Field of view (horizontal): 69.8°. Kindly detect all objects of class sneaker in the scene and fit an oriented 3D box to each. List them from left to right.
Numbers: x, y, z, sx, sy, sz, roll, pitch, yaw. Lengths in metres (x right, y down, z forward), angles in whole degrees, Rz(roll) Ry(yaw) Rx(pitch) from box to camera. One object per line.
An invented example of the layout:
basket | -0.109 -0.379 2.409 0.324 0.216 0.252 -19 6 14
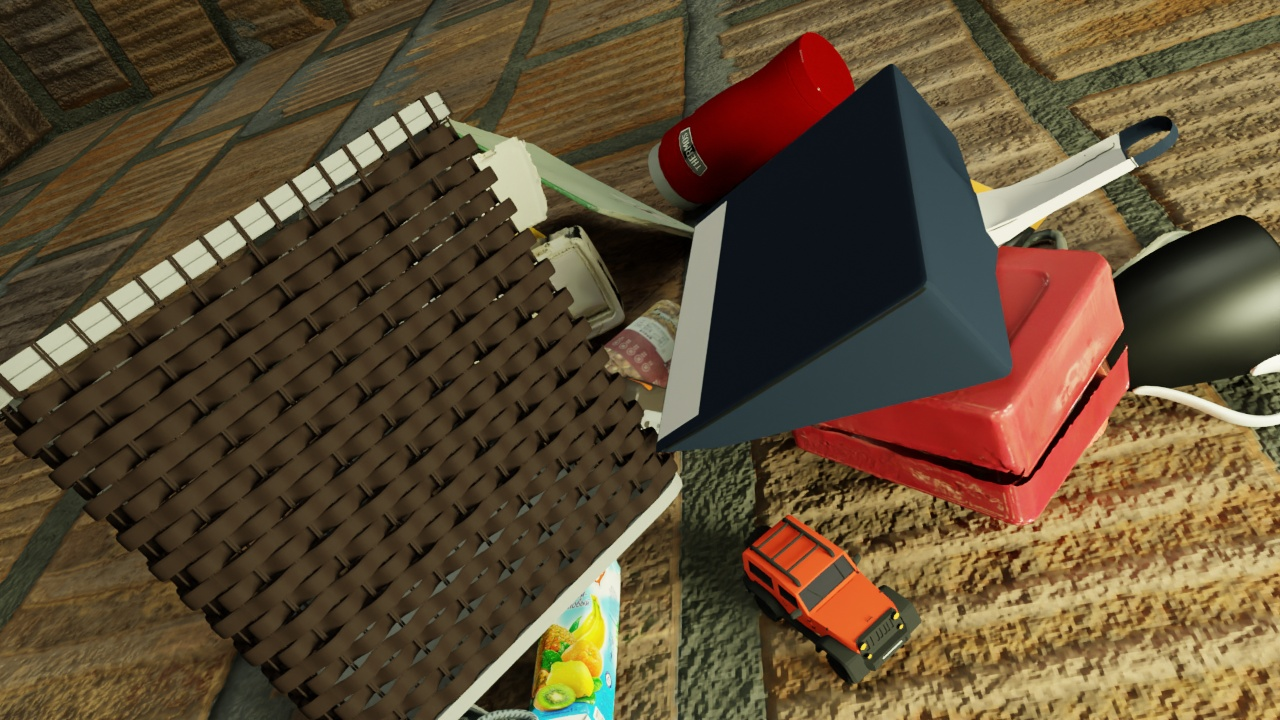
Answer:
sneaker | -0.081 0.213 0.449 0.236 0.087 0.089 8 45 39

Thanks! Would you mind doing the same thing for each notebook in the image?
notebook | -0.081 -0.179 0.879 0.253 0.010 0.181 33 17 31

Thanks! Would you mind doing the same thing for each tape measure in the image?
tape measure | 0.002 0.045 0.656 0.038 0.058 0.058 17 91 43

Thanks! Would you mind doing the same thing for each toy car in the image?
toy car | 0.098 0.125 0.496 0.051 0.049 0.100 -36 36 -17

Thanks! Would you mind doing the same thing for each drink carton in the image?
drink carton | -0.036 0.161 0.537 0.044 0.039 0.128 -15 35 13

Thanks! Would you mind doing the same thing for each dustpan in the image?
dustpan | 0.144 -0.069 0.513 0.274 0.080 0.235 -36 26 34

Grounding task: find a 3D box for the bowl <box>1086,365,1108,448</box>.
bowl | 0.210 0.038 0.547 0.131 0.045 0.130 -17 35 12

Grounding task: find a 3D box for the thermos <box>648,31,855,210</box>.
thermos | 0.108 -0.223 0.880 0.107 0.084 0.199 -15 -9 -47

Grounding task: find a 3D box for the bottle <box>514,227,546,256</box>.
bottle | -0.104 -0.100 0.850 0.043 0.143 0.043 -7 74 24

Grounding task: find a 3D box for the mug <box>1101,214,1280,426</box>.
mug | 0.321 -0.011 0.530 0.100 0.085 0.118 -26 62 17

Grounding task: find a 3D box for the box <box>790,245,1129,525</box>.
box | 0.165 0.003 0.508 0.158 0.087 0.128 16 56 45

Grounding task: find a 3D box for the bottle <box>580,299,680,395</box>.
bottle | -0.004 0.004 0.715 0.105 0.056 0.056 -40 37 -22

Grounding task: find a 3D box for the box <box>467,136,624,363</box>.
box | -0.109 -0.061 0.741 0.143 0.187 0.105 -27 29 8

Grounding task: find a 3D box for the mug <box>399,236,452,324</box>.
mug | -0.176 -0.061 0.851 0.091 0.121 0.090 31 60 29

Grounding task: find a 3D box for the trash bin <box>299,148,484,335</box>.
trash bin | -0.229 -0.136 0.959 0.182 0.156 0.157 -39 37 -26

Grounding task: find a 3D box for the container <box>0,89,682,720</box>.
container | -0.162 0.044 0.530 0.245 0.243 0.248 -42 14 -24

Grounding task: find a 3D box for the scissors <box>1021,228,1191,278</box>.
scissors | 0.312 -0.053 0.638 0.171 0.012 0.157 -24 33 0

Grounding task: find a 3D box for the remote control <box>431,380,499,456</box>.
remote control | -0.142 0.051 0.770 0.047 0.022 0.150 -35 34 -15

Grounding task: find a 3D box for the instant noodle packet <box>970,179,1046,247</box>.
instant noodle packet | 0.162 -0.060 0.644 0.160 0.032 0.220 30 69 17
